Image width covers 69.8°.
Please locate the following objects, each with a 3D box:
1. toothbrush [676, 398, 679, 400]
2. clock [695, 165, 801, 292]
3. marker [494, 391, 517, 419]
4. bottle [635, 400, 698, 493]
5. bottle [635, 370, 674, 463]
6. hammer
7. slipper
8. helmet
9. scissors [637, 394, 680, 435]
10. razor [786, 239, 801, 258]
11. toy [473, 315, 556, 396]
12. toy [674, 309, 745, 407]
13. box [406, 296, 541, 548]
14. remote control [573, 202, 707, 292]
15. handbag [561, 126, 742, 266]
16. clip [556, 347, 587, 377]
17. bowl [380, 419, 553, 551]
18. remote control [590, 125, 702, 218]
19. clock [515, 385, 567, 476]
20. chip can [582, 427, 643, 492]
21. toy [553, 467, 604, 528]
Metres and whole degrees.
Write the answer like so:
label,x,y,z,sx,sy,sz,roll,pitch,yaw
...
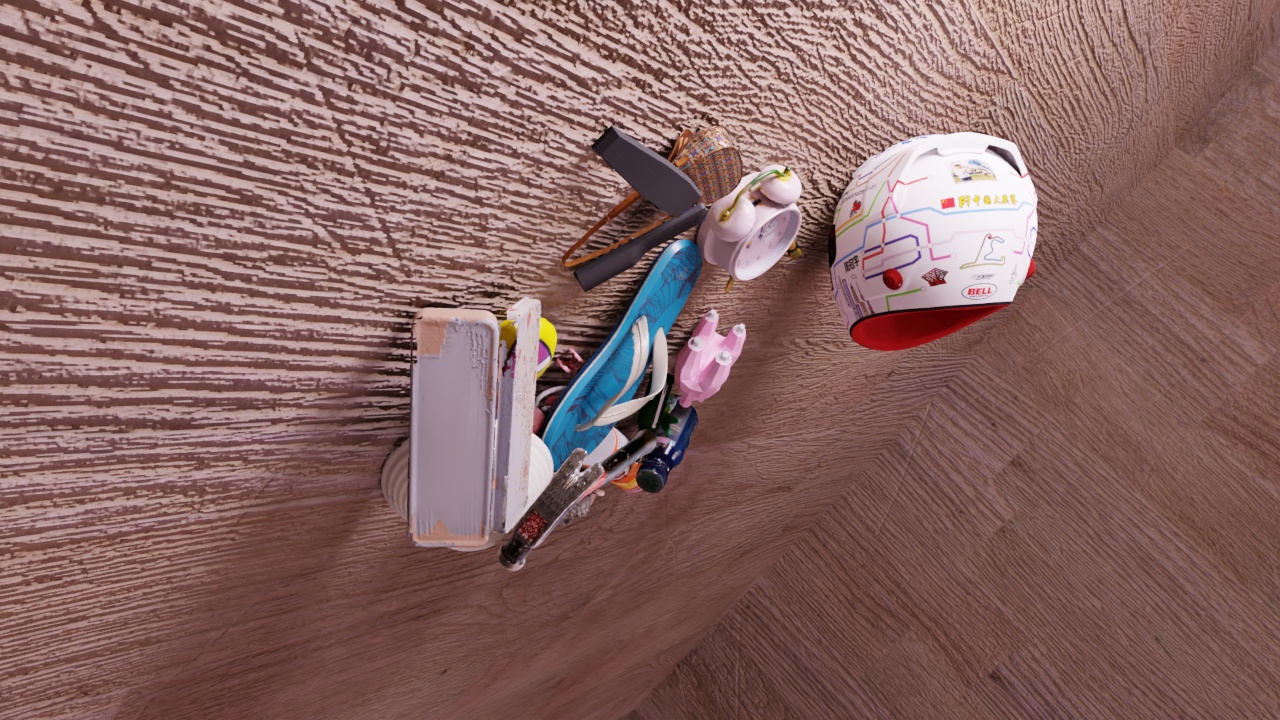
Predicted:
label,x,y,z,sx,sy,sz,roll,pitch,yaw
toothbrush,0.048,0.108,1.408,0.016,0.011,0.187,-32,158,-24
clock,0.122,-0.153,1.002,0.116,0.059,0.158,-36,156,-15
marker,-0.137,0.033,0.963,0.123,0.018,0.015,-52,161,19
bottle,0.036,0.118,1.266,0.056,0.056,0.160,-62,179,38
bottle,0.013,0.075,1.199,0.033,0.033,0.123,2,106,-59
hammer,-0.044,0.126,1.034,0.141,0.036,0.325,-52,170,20
slipper,-0.006,0.006,0.995,0.295,0.060,0.118,-58,155,0
helmet,0.356,-0.156,1.155,0.231,0.236,0.315,-5,169,-7
scissors,0.038,0.072,1.237,0.078,0.013,0.132,-50,-167,-14
razor,0.180,-0.154,1.142,0.044,0.021,0.144,-29,159,13
toy,-0.123,-0.005,0.889,0.095,0.041,0.094,-29,148,-28
toy,0.082,0.011,1.192,0.123,0.067,0.158,-57,172,-41
box,-0.148,0.052,0.827,0.121,0.094,0.217,1,107,-15
remote control,0.002,-0.109,0.888,0.140,0.021,0.045,-29,173,3
handbag,0.006,-0.150,0.871,0.196,0.043,0.093,-33,160,0
clip,-0.078,0.009,1.014,0.039,0.022,0.059,-47,159,3
bowl,-0.172,0.144,0.932,0.177,0.070,0.178,-8,135,-8
remote control,0.007,-0.163,0.805,0.039,0.010,0.124,-42,138,19
clock,-0.125,0.088,1.023,0.109,0.062,0.157,-14,138,-49
chip can,-0.035,0.131,1.242,0.062,0.062,0.210,-42,157,-1
toy,-0.106,0.170,1.161,0.175,0.133,0.076,-18,107,-74
